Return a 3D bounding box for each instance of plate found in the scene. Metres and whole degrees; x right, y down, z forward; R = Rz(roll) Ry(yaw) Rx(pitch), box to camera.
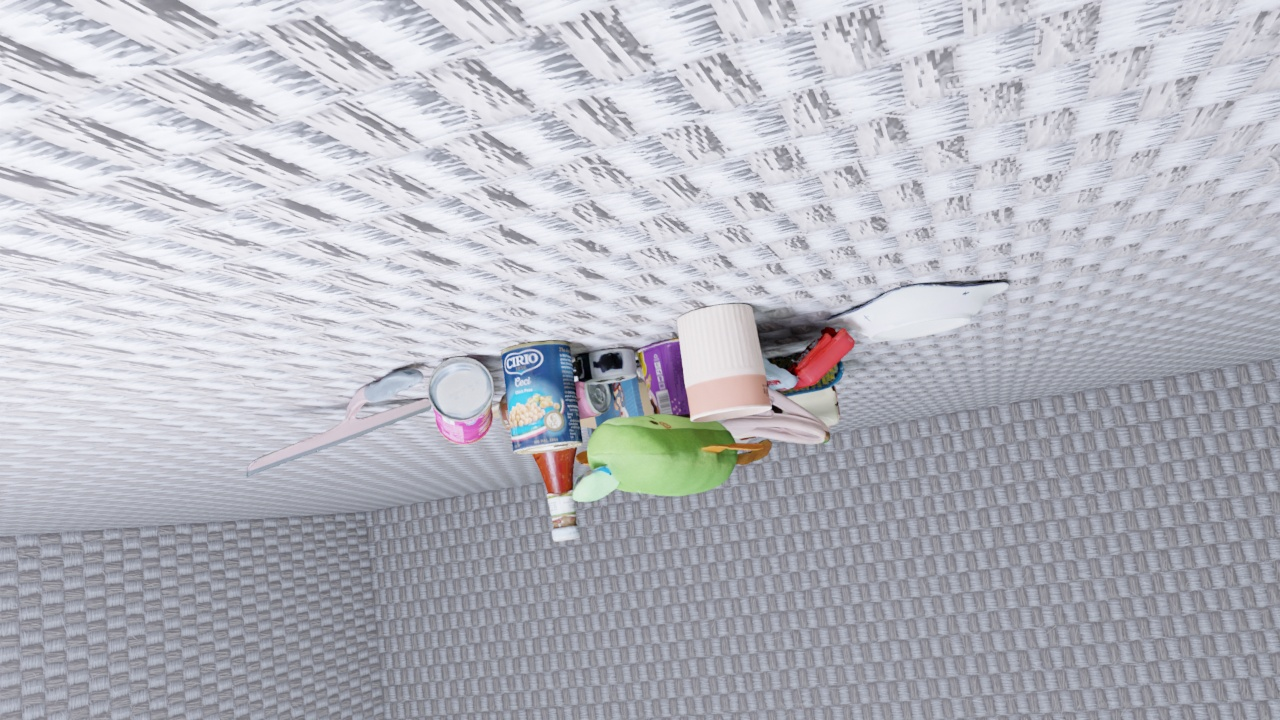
[{"bbox_3d":[0.308,-0.050,1.026,0.163,0.034,0.165,-4,170,-24],"label":"plate"}]

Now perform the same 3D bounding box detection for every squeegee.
[{"bbox_3d":[-0.303,0.045,1.043,0.247,0.040,0.250,-21,175,-40],"label":"squeegee"}]

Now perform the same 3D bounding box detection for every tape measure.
[{"bbox_3d":[-0.038,0.008,1.065,0.066,0.033,0.065,-11,172,16],"label":"tape measure"}]

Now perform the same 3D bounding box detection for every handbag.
[{"bbox_3d":[0.145,0.076,1.250,0.234,0.093,0.193,12,169,-8],"label":"handbag"}]

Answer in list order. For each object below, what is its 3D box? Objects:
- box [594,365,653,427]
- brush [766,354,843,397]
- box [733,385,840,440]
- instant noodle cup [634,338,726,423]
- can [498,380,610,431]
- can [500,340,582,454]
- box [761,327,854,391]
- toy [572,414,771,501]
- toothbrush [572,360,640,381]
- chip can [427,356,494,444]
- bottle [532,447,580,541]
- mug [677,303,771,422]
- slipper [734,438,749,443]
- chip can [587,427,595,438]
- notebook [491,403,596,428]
[{"bbox_3d":[-0.013,0.064,1.228,0.060,0.089,0.185,-5,163,-23],"label":"box"},{"bbox_3d":[0.217,0.023,1.298,0.144,0.055,0.073,-13,169,23],"label":"brush"},{"bbox_3d":[0.212,0.067,1.380,0.168,0.091,0.076,-10,-150,11],"label":"box"},{"bbox_3d":[0.055,0.030,1.080,0.111,0.099,0.111,-9,171,-2],"label":"instant noodle cup"},{"bbox_3d":[-0.114,0.056,1.205,0.148,0.058,0.057,-14,169,29],"label":"can"},{"bbox_3d":[-0.104,0.042,0.971,0.075,0.111,0.075,-8,170,-2],"label":"can"},{"bbox_3d":[0.171,-0.010,1.090,0.119,0.098,0.201,-44,175,1],"label":"box"},{"bbox_3d":[0.030,0.100,0.975,0.227,0.090,0.246,-12,167,31],"label":"toy"},{"bbox_3d":[-0.007,0.007,1.139,0.181,0.018,0.016,-8,163,-13],"label":"toothbrush"},{"bbox_3d":[-0.204,0.050,1.056,0.071,0.071,0.211,-6,170,-11],"label":"chip can"},{"bbox_3d":[-0.104,0.117,1.125,0.060,0.206,0.060,-9,171,-2],"label":"bottle"},{"bbox_3d":[0.078,0.007,0.940,0.081,0.106,0.115,-5,170,-21],"label":"mug"},{"bbox_3d":[0.094,0.089,1.448,0.054,0.114,0.273,29,-167,40],"label":"slipper"},{"bbox_3d":[0.031,0.100,1.541,0.236,0.072,0.072,-6,170,-11],"label":"chip can"},{"bbox_3d":[-0.106,0.072,1.363,0.211,0.012,0.150,10,159,-39],"label":"notebook"}]
